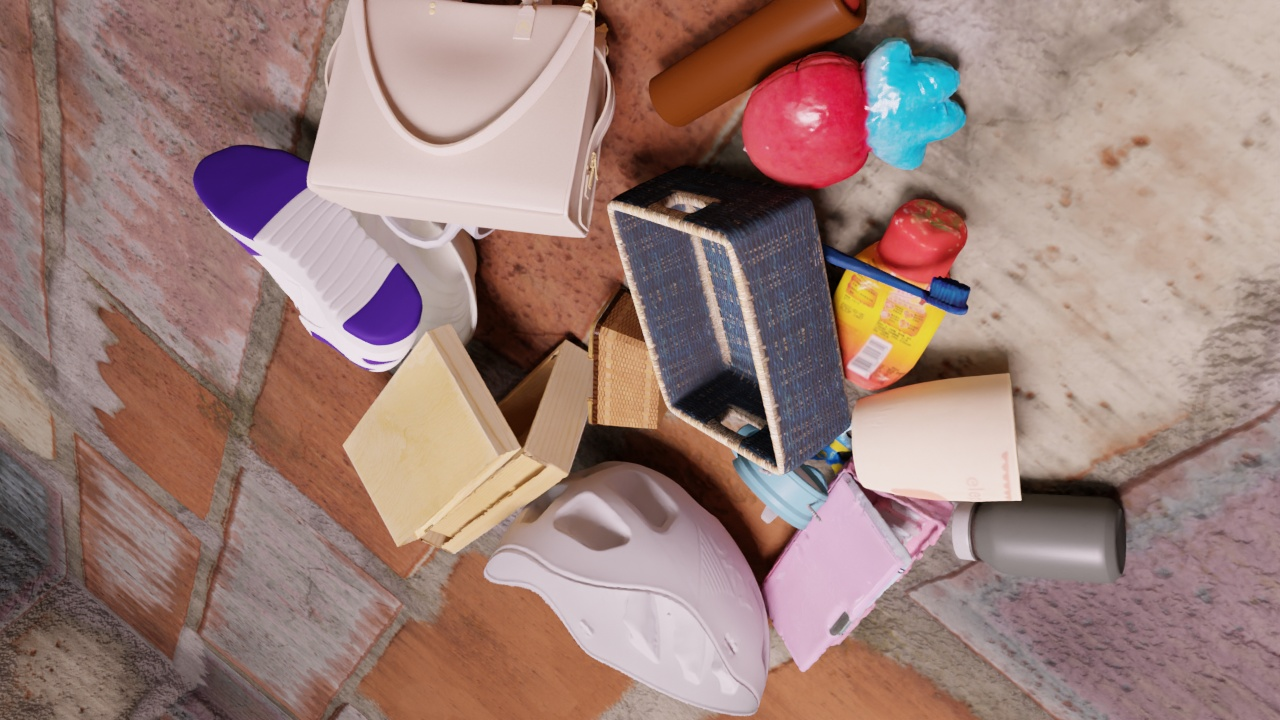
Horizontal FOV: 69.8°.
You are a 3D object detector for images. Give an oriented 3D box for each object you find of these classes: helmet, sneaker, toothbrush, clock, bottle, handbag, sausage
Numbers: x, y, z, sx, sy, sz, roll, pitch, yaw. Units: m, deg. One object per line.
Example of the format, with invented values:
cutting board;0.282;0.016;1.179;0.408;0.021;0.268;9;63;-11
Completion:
helmet;0.006;0.222;0.845;0.282;0.183;0.225;56;150;-8
sneaker;-0.280;-0.082;0.794;0.244;0.091;0.111;43;153;12
toothbrush;0.129;-0.069;0.590;0.190;0.016;0.017;32;122;44
clock;0.106;0.088;0.708;0.087;0.123;0.042;41;101;-5
bottle;0.286;0.126;0.662;0.109;0.060;0.060;-3;123;36
handbag;-0.112;-0.193;0.614;0.195;0.101;0.198;8;89;7
bottle;0.168;-0.043;0.611;0.071;0.048;0.134;32;137;15
sausage;0.068;-0.191;0.568;0.156;0.040;0.040;-19;112;43

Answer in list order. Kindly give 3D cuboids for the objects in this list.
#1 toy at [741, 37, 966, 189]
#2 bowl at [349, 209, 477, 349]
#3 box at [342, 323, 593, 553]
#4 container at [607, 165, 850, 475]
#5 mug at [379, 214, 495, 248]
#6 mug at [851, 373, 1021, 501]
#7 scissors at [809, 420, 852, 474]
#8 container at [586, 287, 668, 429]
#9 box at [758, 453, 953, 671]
toy;0.124;-0.147;0.551;0.133;0.062;0.092;-9;148;19
bowl;-0.197;-0.093;0.816;0.177;0.057;0.177;23;134;25
box;-0.162;0.083;0.853;0.179;0.141;0.249;13;147;-29
container;0.064;-0.032;0.643;0.145;0.071;0.187;29;143;51
mug;-0.149;-0.142;0.708;0.096;0.083;0.119;40;94;0
mug;0.207;0.058;0.642;0.104;0.085;0.111;-4;163;22
scissors;0.150;0.068;0.743;0.131;0.018;0.109;28;134;12
container;-0.004;0.005;0.767;0.061;0.063;0.114;16;133;14
box;0.162;0.181;0.772;0.099;0.080;0.233;30;140;8
